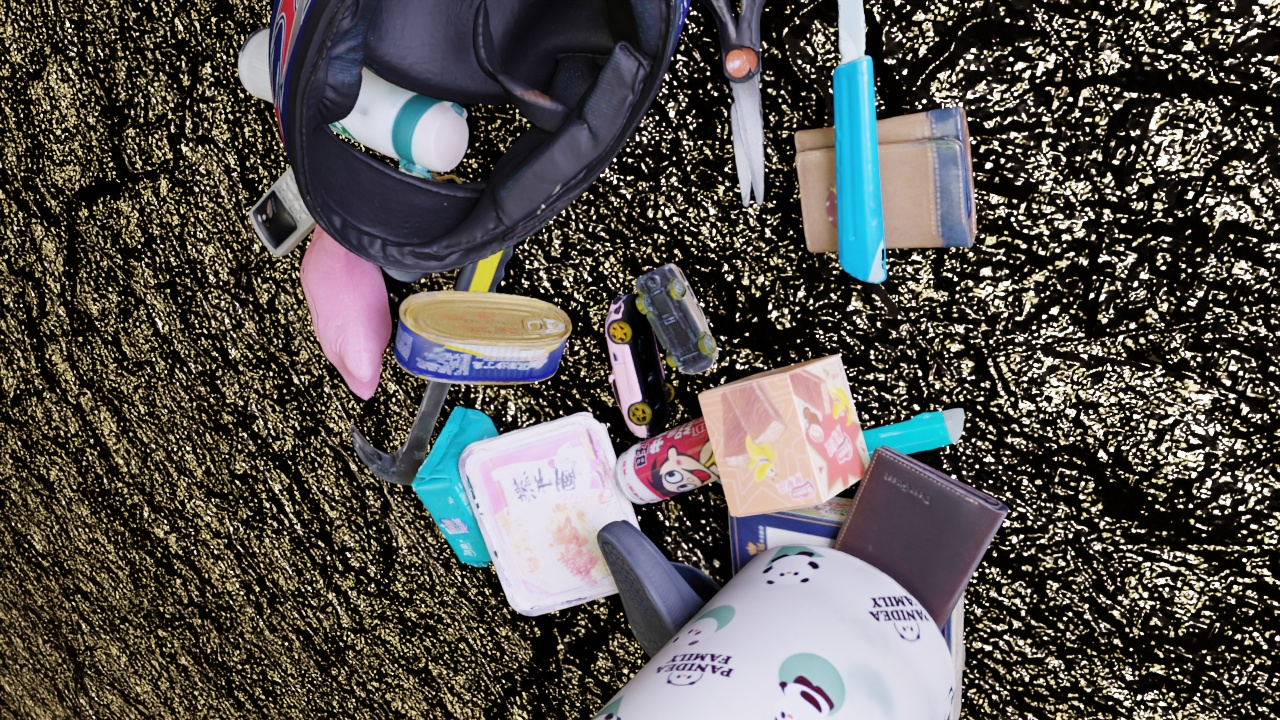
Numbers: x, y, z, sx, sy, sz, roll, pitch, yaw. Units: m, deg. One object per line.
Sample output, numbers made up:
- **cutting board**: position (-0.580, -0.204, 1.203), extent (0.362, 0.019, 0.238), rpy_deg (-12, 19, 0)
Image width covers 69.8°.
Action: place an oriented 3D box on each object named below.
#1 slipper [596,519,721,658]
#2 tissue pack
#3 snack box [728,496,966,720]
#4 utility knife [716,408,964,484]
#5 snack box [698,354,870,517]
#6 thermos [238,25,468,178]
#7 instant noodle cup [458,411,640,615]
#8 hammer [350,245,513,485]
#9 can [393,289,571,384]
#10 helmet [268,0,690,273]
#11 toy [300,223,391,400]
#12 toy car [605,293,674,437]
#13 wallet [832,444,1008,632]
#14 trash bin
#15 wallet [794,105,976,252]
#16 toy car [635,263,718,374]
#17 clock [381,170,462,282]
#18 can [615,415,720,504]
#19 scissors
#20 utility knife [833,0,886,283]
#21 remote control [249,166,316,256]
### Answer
- **slipper**: position (0.043, 0.218, 0.793), extent (0.111, 0.083, 0.268), rpy_deg (36, 156, 44)
- **tissue pack**: position (-0.161, 0.120, 0.871), extent (0.050, 0.093, 0.133), rpy_deg (-3, 128, 22)
- **snack box**: position (0.166, 0.198, 0.745), extent (0.183, 0.045, 0.178), rpy_deg (7, 114, 31)
- **utility knife**: position (0.148, 0.072, 0.720), extent (0.224, 0.013, 0.029), rpy_deg (-18, 99, 35)
- **snack box**: position (0.108, 0.054, 0.676), extent (0.077, 0.092, 0.094), rpy_deg (-16, 89, 36)
- **thermos**: position (-0.252, -0.226, 0.809), extent (0.224, 0.073, 0.073), rpy_deg (27, 123, 20)
- **instant noodle cup**: position (-0.076, 0.134, 0.840), extent (0.138, 0.060, 0.173), rpy_deg (-16, 102, 5)
- **hammer**: position (-0.178, -0.007, 0.852), extent (0.324, 0.126, 0.032), rpy_deg (-63, 34, 29)
- **can**: position (-0.135, -0.019, 0.789), extent (0.074, 0.148, 0.049), rpy_deg (-116, 36, -45)
- **helmet**: position (-0.108, -0.240, 0.597), extent (0.316, 0.247, 0.240), rpy_deg (-47, 40, 32)
- **toy**: position (-0.282, -0.054, 0.884), extent (0.178, 0.074, 0.195), rpy_deg (-154, 55, -67)
- **toy car**: position (-0.004, 0.004, 0.762), extent (0.037, 0.056, 0.122), rpy_deg (-4, 108, 27)
- **wallet**: position (0.193, 0.131, 0.661), extent (0.096, 0.020, 0.122), rpy_deg (27, 119, 21)
- **trash bin**: position (0.083, 0.272, 0.629), extent (0.230, 0.251, 0.230), rpy_deg (21, 129, 28)
- **wallet**: position (0.162, -0.117, 0.614), extent (0.115, 0.033, 0.090), rpy_deg (2, 113, 36)
- **toy car**: position (0.032, -0.033, 0.734), extent (0.042, 0.035, 0.090), rpy_deg (-21, 99, 39)
- **clock**: position (-0.194, -0.122, 0.828), extent (0.122, 0.055, 0.082), rpy_deg (-31, 92, 38)
- **can**: position (0.042, 0.080, 0.767), extent (0.133, 0.053, 0.053), rpy_deg (-27, 95, 38)
- **scissors**: position (0.080, -0.219, 0.625), extent (0.143, 0.021, 0.235), rpy_deg (-20, 99, 37)
- **utility knife**: position (0.137, -0.143, 0.582), extent (0.034, 0.018, 0.194), rpy_deg (19, 126, 46)
- **remote control**: position (-0.349, -0.161, 0.932), extent (0.150, 0.021, 0.058), rpy_deg (-29, 94, 38)
